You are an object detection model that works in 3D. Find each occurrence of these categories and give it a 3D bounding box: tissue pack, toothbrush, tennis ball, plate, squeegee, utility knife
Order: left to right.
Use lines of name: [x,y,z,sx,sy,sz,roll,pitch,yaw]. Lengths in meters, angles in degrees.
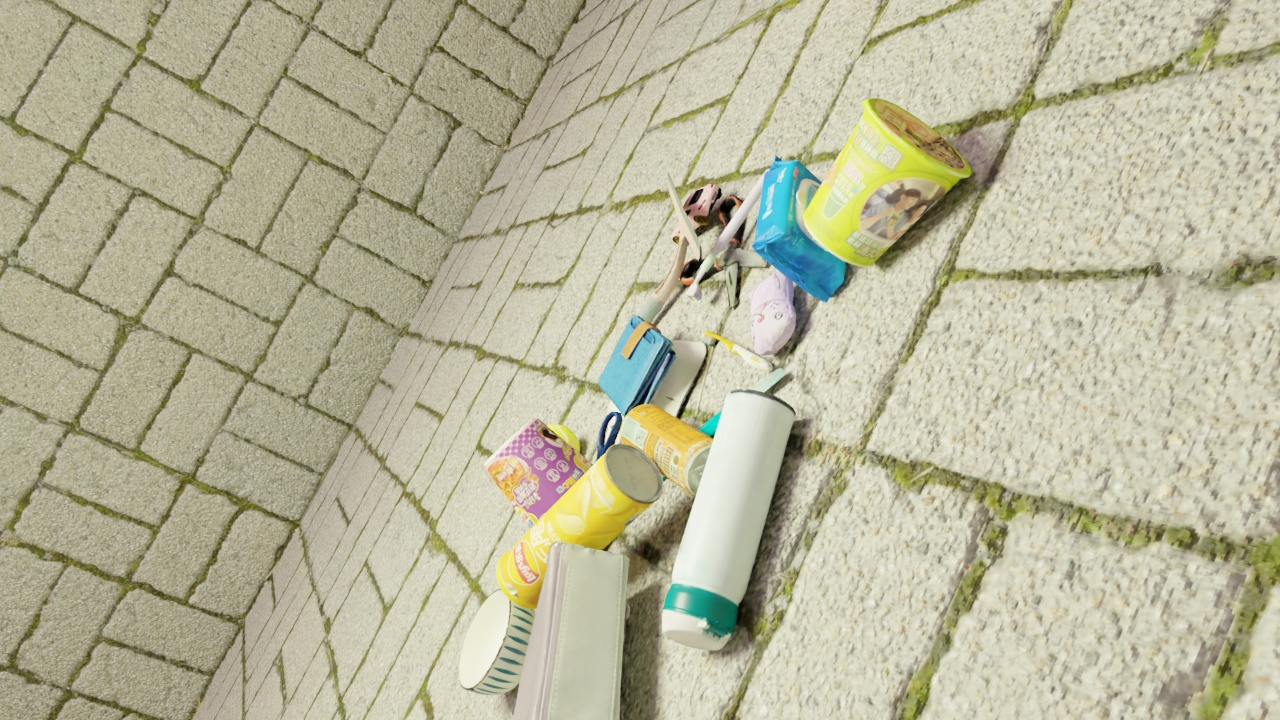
tennis ball: [-0.114,0.118,1.227,0.066,0.065,0.065,-46,26,30]
plate: [0.005,0.042,1.112,0.164,0.034,0.164,-1,60,64]
squeegee: [0.021,-0.091,1.209,0.247,0.040,0.250,-104,35,-57]
utility knife: [0.076,0.071,0.953,0.224,0.013,0.029,-44,27,38]
toothbrush: [0.111,-0.154,1.111,0.189,0.021,0.029,-58,-6,-6]
toothbrush: [0.101,-0.009,0.988,0.191,0.016,0.018,-140,69,-70]
tissue pack: [0.164,-0.137,0.917,0.052,0.095,0.156,-36,30,43]

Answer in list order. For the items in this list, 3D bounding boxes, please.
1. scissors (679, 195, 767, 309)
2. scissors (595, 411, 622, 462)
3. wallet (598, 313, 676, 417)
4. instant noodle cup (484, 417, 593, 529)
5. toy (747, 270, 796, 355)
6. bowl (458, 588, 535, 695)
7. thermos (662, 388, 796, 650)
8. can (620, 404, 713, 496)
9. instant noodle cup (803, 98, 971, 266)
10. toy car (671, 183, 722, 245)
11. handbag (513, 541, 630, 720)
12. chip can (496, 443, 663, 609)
scissors: [0.105,-0.135,1.143,0.227,0.015,0.188,-13,51,60]
scissors: [-0.049,0.139,1.092,0.173,0.012,0.162,10,90,61]
wallet: [-0.006,0.006,1.086,0.106,0.040,0.133,-61,22,7]
instant noodle cup: [-0.118,0.127,1.056,0.111,0.099,0.111,-42,0,0]
toy: [0.138,-0.052,0.937,0.084,0.039,0.107,-46,25,42]
bowl: [-0.151,0.327,1.047,0.117,0.066,0.116,-46,27,32]
thermos: [0.075,0.139,0.803,0.073,0.073,0.223,-20,45,57]
can: [0.035,0.090,0.933,0.058,0.058,0.146,-60,31,-1]
instant noodle cup: [0.213,-0.154,0.830,0.124,0.111,0.111,-55,22,32]
toy car: [0.071,-0.199,1.243,0.056,0.037,0.123,-62,10,-25]
handbag: [-0.066,0.295,0.865,0.196,0.098,0.145,-85,16,-45]
chip can: [-0.065,0.172,0.940,0.214,0.072,0.072,-47,25,32]
